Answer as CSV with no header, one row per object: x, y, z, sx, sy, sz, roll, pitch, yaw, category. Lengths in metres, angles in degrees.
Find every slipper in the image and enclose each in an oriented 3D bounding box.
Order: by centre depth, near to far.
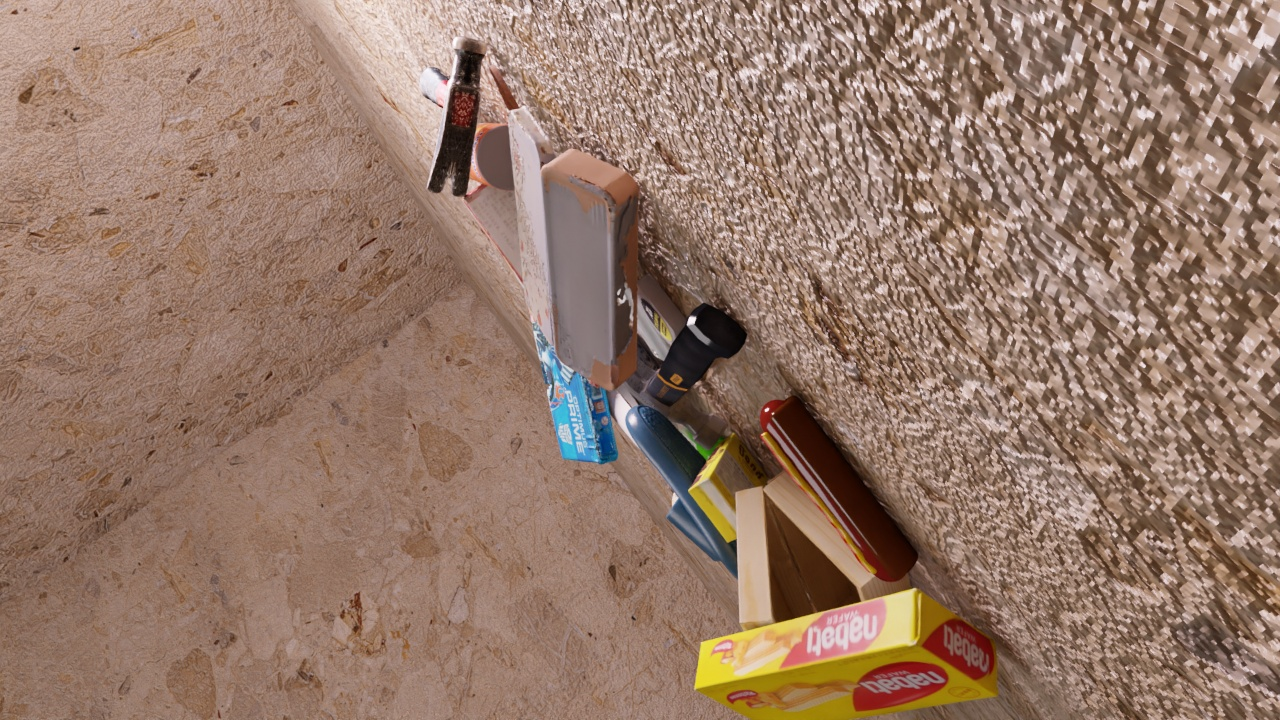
0.050,0.136,0.895,0.213,0.059,0.103,52,-165,3,slipper

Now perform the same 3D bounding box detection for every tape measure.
0.019,-0.044,0.837,0.065,0.016,0.064,52,171,14,tape measure

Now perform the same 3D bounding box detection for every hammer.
0.042,0.011,0.813,0.139,0.035,0.313,36,166,1,hammer
-0.203,-0.265,0.946,0.326,0.036,0.141,-129,48,-63,hammer

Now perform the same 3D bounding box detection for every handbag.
-0.082,-0.181,0.831,0.196,0.043,0.093,63,175,-2,handbag

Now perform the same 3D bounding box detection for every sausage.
0.138,0.092,0.655,0.155,0.040,0.040,53,172,4,sausage

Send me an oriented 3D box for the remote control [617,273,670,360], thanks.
-0.002,-0.051,0.900,0.133,0.022,0.050,56,171,-19,remote control

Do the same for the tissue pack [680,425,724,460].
0.093,0.122,1.039,0.099,0.034,0.114,40,164,48,tissue pack

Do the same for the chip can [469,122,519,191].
-0.162,-0.218,0.965,0.062,0.062,0.210,57,171,-24,chip can

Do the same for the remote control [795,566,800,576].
0.152,0.237,1.108,0.125,0.010,0.039,26,161,21,remote control

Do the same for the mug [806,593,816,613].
0.197,0.282,0.996,0.111,0.085,0.104,25,155,6,mug

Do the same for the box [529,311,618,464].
-0.092,0.017,1.215,0.091,0.066,0.243,-170,67,-70,box

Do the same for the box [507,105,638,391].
-0.061,-0.088,0.767,0.157,0.063,0.217,50,153,36,box

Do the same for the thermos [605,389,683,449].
-0.023,0.062,1.248,0.230,0.068,0.101,43,130,54,thermos

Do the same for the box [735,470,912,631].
0.158,0.215,0.805,0.140,0.148,0.249,61,178,46,box

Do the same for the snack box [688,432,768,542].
0.087,0.118,0.875,0.061,0.026,0.148,54,-162,0,snack box

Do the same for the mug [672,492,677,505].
0.105,0.188,1.156,0.122,0.081,0.097,33,163,0,mug

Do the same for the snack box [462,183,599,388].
-0.103,-0.098,1.091,0.273,0.076,0.044,55,175,-13,snack box

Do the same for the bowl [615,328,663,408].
-0.006,0.006,1.027,0.150,0.056,0.151,54,174,8,bowl

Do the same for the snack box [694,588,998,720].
0.141,0.220,0.657,0.092,0.042,0.201,36,136,-25,snack box
